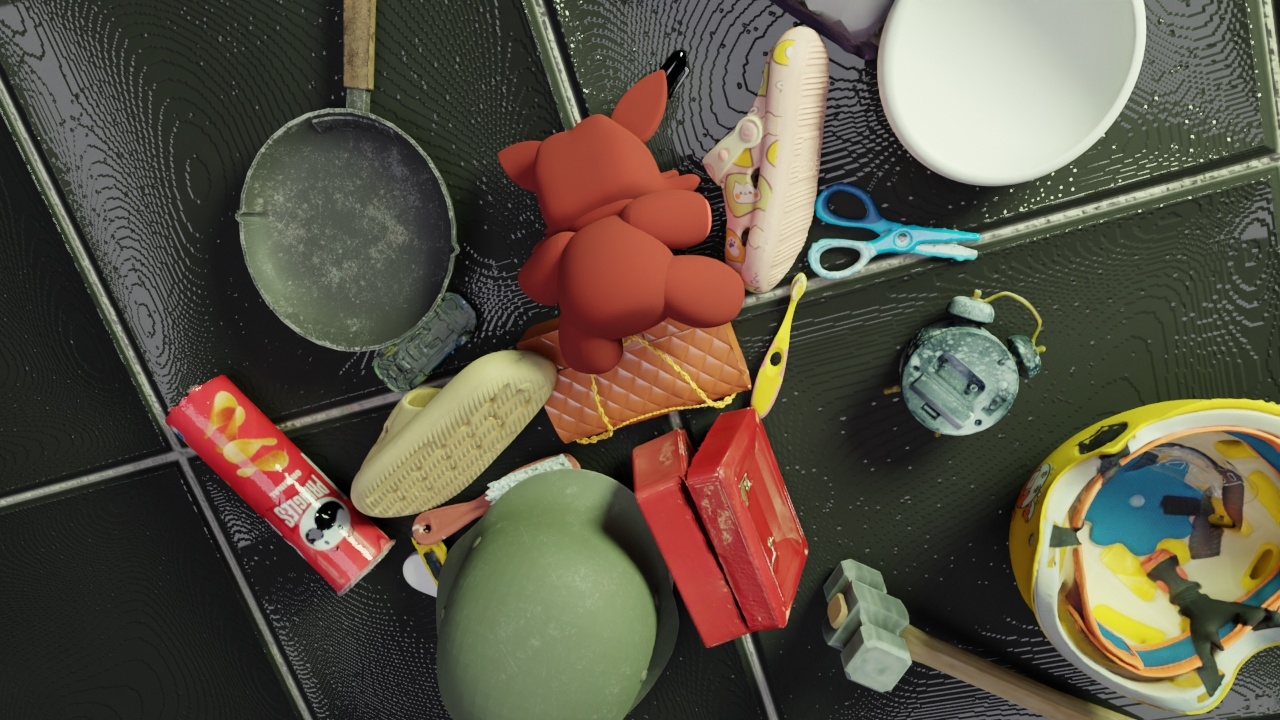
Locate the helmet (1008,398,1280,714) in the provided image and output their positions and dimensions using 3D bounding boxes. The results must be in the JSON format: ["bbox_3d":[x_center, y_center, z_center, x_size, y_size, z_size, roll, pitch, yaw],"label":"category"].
[{"bbox_3d":[0.396,0.127,0.710,0.209,0.139,0.240,41,98,-5],"label":"helmet"}]

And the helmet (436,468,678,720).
[{"bbox_3d":[-0.078,0.229,0.771,0.227,0.153,0.268,17,97,1],"label":"helmet"}]

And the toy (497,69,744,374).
[{"bbox_3d":[-0.021,-0.103,0.704,0.159,0.120,0.197,-22,73,22],"label":"toy"}]

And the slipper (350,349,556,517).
[{"bbox_3d":[-0.173,0.052,0.799,0.262,0.111,0.079,-41,62,35],"label":"slipper"}]

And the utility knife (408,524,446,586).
[{"bbox_3d":[-0.182,0.224,0.895,0.031,0.017,0.155,-18,107,25],"label":"utility knife"}]

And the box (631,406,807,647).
[{"bbox_3d":[0.057,0.143,0.777,0.123,0.136,0.157,-16,104,21],"label":"box"}]

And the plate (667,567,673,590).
[{"bbox_3d":[-0.061,0.208,0.862,0.182,0.034,0.182,1,105,5],"label":"plate"}]

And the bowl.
[{"bbox_3d":[0.252,-0.217,0.649,0.176,0.066,0.177,1,114,2],"label":"bowl"}]

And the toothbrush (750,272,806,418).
[{"bbox_3d":[0.117,-0.009,0.775,0.021,0.016,0.136,16,110,3],"label":"toothbrush"}]

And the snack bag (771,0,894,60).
[{"bbox_3d":[0.107,-0.307,0.655,0.205,0.058,0.096,31,112,-2],"label":"snack bag"}]

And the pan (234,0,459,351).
[{"bbox_3d":[-0.236,-0.185,0.768,0.208,0.040,0.357,11,102,12],"label":"pan"}]

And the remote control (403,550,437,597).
[{"bbox_3d":[-0.170,0.224,0.908,0.136,0.013,0.043,20,111,3],"label":"remote control"}]

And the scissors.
[{"bbox_3d":[0.204,-0.105,0.730,0.140,0.015,0.083,2,106,12],"label":"scissors"}]

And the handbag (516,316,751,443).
[{"bbox_3d":[-0.005,0.004,0.782,0.172,0.060,0.109,-17,108,15],"label":"handbag"}]

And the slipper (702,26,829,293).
[{"bbox_3d":[0.092,-0.153,0.703,0.082,0.093,0.197,17,110,26],"label":"slipper"}]

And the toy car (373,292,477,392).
[{"bbox_3d":[-0.190,-0.016,0.820,0.105,0.032,0.048,-44,94,7],"label":"toy car"}]

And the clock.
[{"bbox_3d":[0.262,0.002,0.734,0.090,0.052,0.130,40,111,-4],"label":"clock"}]

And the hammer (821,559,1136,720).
[{"bbox_3d":[0.310,0.279,0.802,0.323,0.117,0.051,25,111,-8],"label":"hammer"}]

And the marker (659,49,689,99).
[{"bbox_3d":[-0.003,-0.187,0.737,0.022,0.016,0.139,34,112,-6],"label":"marker"}]

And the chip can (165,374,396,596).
[{"bbox_3d":[-0.341,0.117,0.871,0.073,0.073,0.233,-41,97,20],"label":"chip can"}]

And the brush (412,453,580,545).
[{"bbox_3d":[-0.137,0.128,0.841,0.172,0.030,0.041,-23,72,7],"label":"brush"}]
